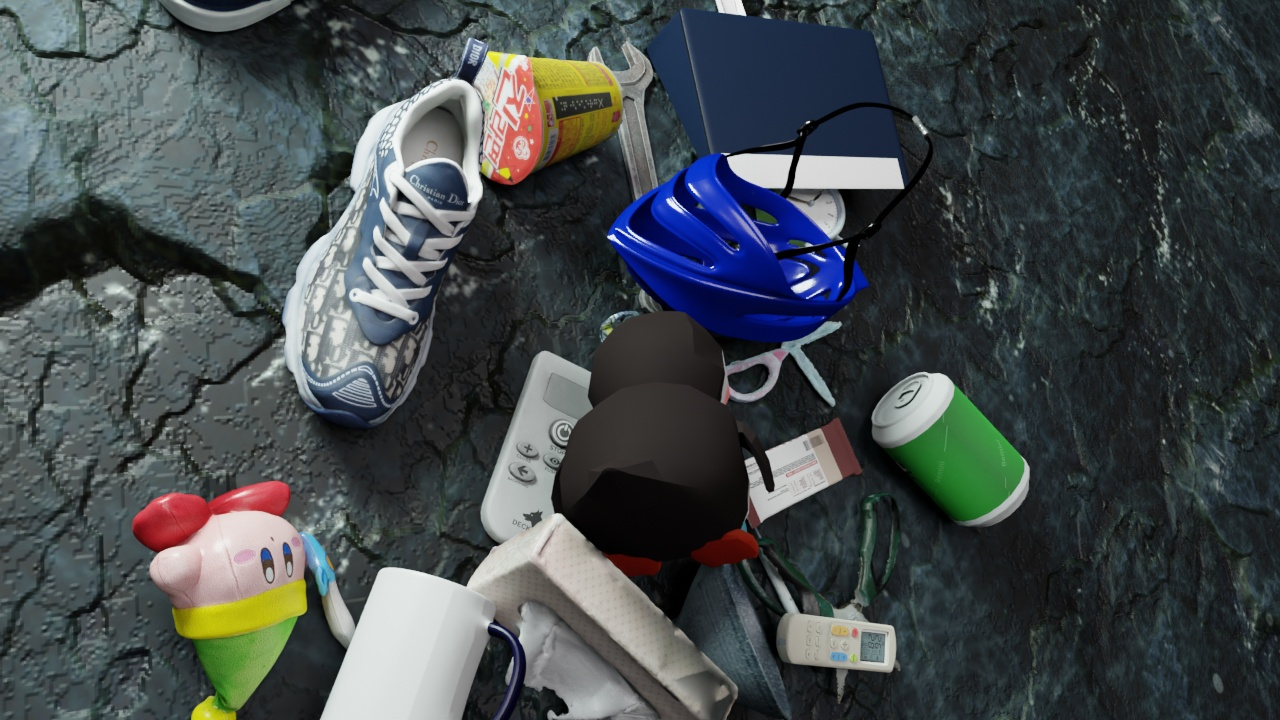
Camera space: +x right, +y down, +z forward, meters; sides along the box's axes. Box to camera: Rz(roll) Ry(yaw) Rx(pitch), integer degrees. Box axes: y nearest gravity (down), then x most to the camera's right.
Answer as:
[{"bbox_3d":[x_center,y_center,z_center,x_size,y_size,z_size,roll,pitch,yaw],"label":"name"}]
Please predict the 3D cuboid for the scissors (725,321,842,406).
[{"bbox_3d":[0.121,-0.021,0.840,0.176,0.013,0.170,-35,94,-36],"label":"scissors"}]

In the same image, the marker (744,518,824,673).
[{"bbox_3d":[0.117,0.190,0.763,0.011,0.011,0.152,-24,86,-35],"label":"marker"}]

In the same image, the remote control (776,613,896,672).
[{"bbox_3d":[0.162,0.230,0.745,0.125,0.018,0.038,16,72,-31],"label":"remote control"}]

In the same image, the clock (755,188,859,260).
[{"bbox_3d":[0.151,-0.151,0.885,0.094,0.043,0.119,-14,81,-35],"label":"clock"}]

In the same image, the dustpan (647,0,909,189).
[{"bbox_3d":[0.124,-0.283,0.904,0.235,0.080,0.273,-6,80,-30],"label":"dustpan"}]

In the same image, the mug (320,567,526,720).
[{"bbox_3d":[-0.126,0.191,0.564,0.112,0.079,0.096,9,62,14],"label":"mug"}]

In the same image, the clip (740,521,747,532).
[{"bbox_3d":[0.046,0.104,0.744,0.116,0.026,0.097,48,59,-7],"label":"clip"}]

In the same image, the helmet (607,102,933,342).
[{"bbox_3d":[0.110,-0.116,0.727,0.241,0.228,0.147,12,44,-34],"label":"helmet"}]

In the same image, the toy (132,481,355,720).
[{"bbox_3d":[-0.237,0.144,0.545,0.131,0.097,0.124,62,16,11],"label":"toy"}]

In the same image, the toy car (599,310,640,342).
[{"bbox_3d":[-0.004,0.004,0.745,0.038,0.027,0.090,-21,94,-25],"label":"toy car"}]

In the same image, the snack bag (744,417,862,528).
[{"bbox_3d":[0.137,0.095,0.800,0.157,0.013,0.057,-17,80,-41],"label":"snack bag"}]

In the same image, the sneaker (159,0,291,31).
[{"bbox_3d":[-0.218,-0.344,0.687,0.293,0.128,0.120,-40,94,-36],"label":"sneaker"}]

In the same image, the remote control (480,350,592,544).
[{"bbox_3d":[-0.066,0.071,0.691,0.074,0.019,0.150,27,61,-20],"label":"remote control"}]

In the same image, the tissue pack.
[{"bbox_3d":[-0.033,0.197,0.622,0.181,0.104,0.071,45,41,-12],"label":"tissue pack"}]

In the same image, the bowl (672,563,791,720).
[{"bbox_3d":[0.059,0.208,0.682,0.057,0.137,0.137,-24,85,5],"label":"bowl"}]

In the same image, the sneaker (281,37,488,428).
[{"bbox_3d":[-0.160,-0.089,0.624,0.103,0.133,0.268,22,64,-25],"label":"sneaker"}]

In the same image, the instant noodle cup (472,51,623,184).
[{"bbox_3d":[-0.076,-0.202,0.745,0.112,0.101,0.100,-26,87,-45],"label":"instant noodle cup"}]

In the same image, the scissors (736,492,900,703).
[{"bbox_3d":[0.172,0.178,0.788,0.201,0.015,0.205,44,53,-19],"label":"scissors"}]

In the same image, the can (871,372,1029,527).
[{"bbox_3d":[0.288,0.083,0.856,0.140,0.088,0.087,45,57,-10],"label":"can"}]

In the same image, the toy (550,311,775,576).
[{"bbox_3d":[0.009,0.039,0.651,0.140,0.159,0.183,56,28,-48],"label":"toy"}]

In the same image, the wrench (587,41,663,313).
[{"bbox_3d":[0.001,-0.165,0.821,0.070,0.010,0.273,-3,75,-31],"label":"wrench"}]
